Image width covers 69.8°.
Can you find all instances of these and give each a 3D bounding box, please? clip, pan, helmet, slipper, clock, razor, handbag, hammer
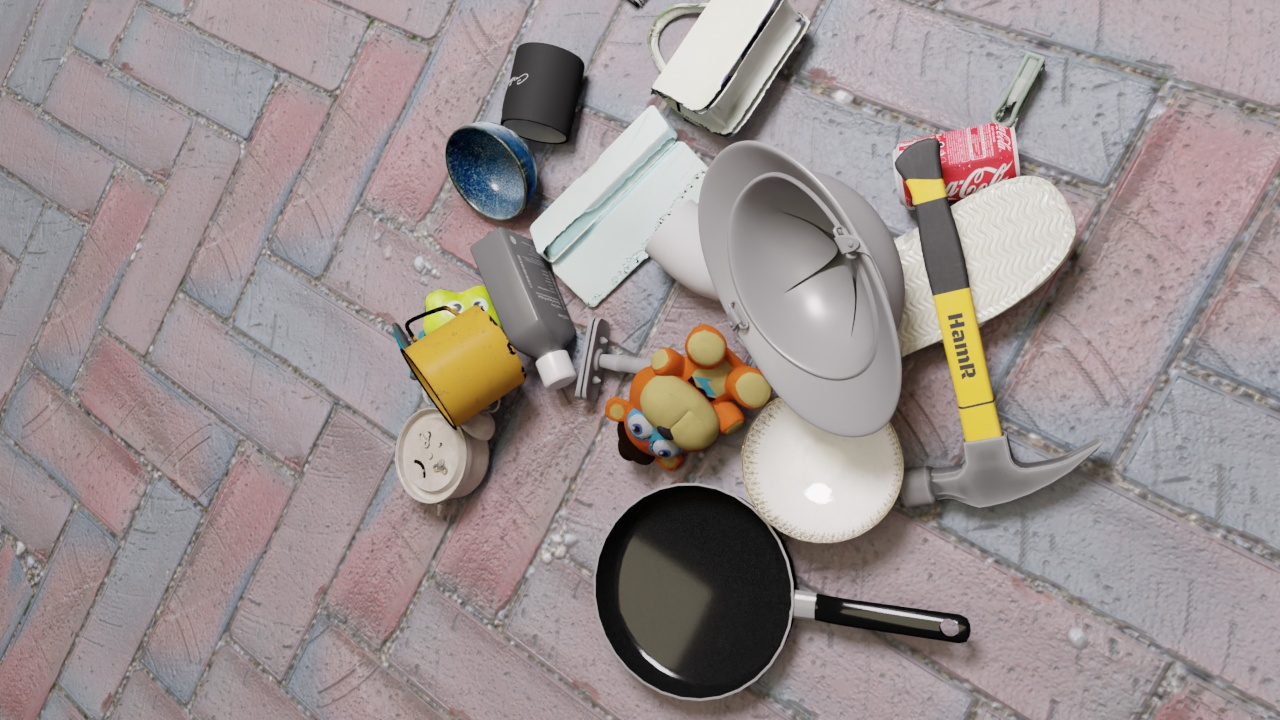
[{"bbox_3d":[0.348,-0.244,0.847,0.023,0.042,0.076,29,93,26],"label":"clip"},{"bbox_3d":[0.123,0.226,0.867,0.356,0.044,0.204,2,83,24],"label":"pan"},{"bbox_3d":[0.168,-0.076,0.805,0.271,0.117,0.184,62,146,5],"label":"helmet"},{"bbox_3d":[0.263,-0.066,0.843,0.273,0.054,0.114,-35,74,24],"label":"slipper"},{"bbox_3d":[-0.202,0.092,1.019,0.157,0.061,0.103,-47,65,19],"label":"clock"},{"bbox_3d":[-0.006,0.006,0.959,0.116,0.047,0.088,9,86,16],"label":"razor"},{"bbox_3d":[0.074,-0.327,0.964,0.176,0.074,0.151,38,97,42],"label":"handbag"},{"bbox_3d":[0.281,-0.032,0.795,0.170,0.034,0.324,-13,93,26],"label":"hammer"}]

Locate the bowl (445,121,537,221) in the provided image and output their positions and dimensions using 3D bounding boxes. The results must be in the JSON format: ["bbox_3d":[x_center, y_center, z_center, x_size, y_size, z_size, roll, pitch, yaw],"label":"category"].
[{"bbox_3d":[-0.157,-0.221,1.034,0.114,0.060,0.115,23,137,24],"label":"bowl"}]

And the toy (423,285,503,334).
[{"bbox_3d":[-0.193,-0.024,1.026,0.092,0.043,0.117,-9,85,-23],"label":"toy"}]

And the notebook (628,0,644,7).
[{"bbox_3d":[0.017,-0.520,1.035,0.207,0.016,0.149,-48,67,10],"label":"notebook"}]

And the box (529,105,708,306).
[{"bbox_3d":[-0.022,-0.167,0.989,0.198,0.074,0.126,-42,89,16],"label":"box"}]

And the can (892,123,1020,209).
[{"bbox_3d":[0.289,-0.178,0.842,0.105,0.064,0.064,-7,79,22],"label":"can"}]

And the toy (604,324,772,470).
[{"bbox_3d":[0.042,0.041,0.897,0.112,0.096,0.177,41,132,-9],"label":"toy"}]

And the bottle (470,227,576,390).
[{"bbox_3d":[-0.116,-0.052,0.988,0.046,0.083,0.173,-29,73,19],"label":"bottle"}]

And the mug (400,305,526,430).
[{"bbox_3d":[-0.188,-0.005,0.955,0.094,0.101,0.123,-35,83,-15],"label":"mug"}]

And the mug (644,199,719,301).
[{"bbox_3d":[0.073,-0.118,0.932,0.089,0.071,0.107,44,71,6],"label":"mug"}]

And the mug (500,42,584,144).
[{"bbox_3d":[-0.120,-0.298,1.036,0.114,0.078,0.088,8,85,50],"label":"mug"}]

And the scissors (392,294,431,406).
[{"bbox_3d":[-0.253,-0.015,1.061,0.125,0.019,0.155,1,67,35],"label":"scissors"}]

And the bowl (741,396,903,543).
[{"bbox_3d":[0.173,0.098,0.853,0.145,0.063,0.145,-4,80,23],"label":"bowl"}]
